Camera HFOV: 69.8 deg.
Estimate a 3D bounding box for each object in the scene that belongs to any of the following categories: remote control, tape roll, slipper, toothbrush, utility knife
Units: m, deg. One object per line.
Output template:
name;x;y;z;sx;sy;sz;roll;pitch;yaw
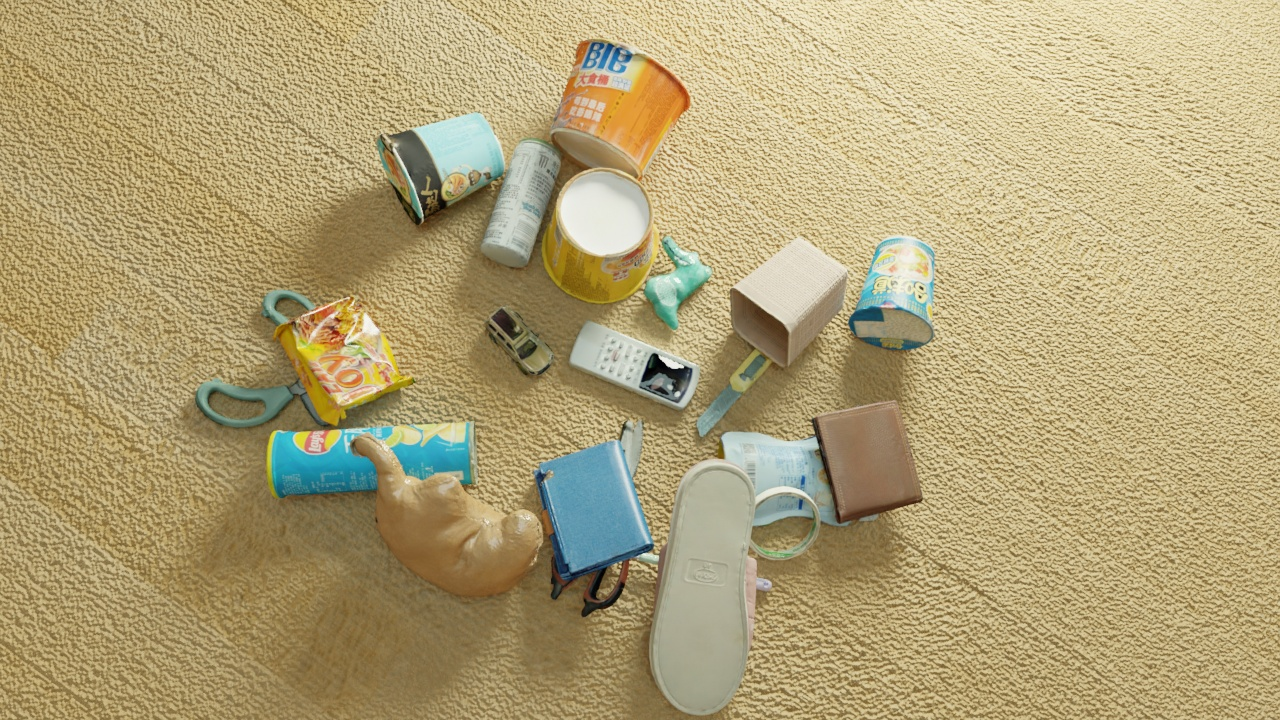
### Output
remote control;-0.006;0.006;1.060;0.150;0.021;0.058;22;74;1
tape roll;0.155;0.180;1.011;0.086;0.014;0.086;-2;109;-6
slipper;0.068;0.238;0.973;0.114;0.054;0.274;4;95;-5
toothbrush;0.053;0.229;1.009;0.189;0.021;0.029;14;71;-4
utility knife;0.137;0.007;1.081;0.031;0.022;0.219;40;79;15

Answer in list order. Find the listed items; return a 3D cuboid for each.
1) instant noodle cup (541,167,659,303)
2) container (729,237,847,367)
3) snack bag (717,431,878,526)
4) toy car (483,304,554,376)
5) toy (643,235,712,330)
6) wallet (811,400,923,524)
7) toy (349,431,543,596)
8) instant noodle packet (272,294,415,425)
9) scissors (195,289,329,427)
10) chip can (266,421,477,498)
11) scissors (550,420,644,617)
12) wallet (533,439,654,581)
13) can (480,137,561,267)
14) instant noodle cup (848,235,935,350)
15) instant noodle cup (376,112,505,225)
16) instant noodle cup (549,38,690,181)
instant noodle cup;-0.044;-0.148;1.052;0.138;0.110;0.138;2;74;-6
container;0.174;-0.070;1.057;0.110;0.090;0.090;-40;61;-18
snack bag;0.183;0.132;1.039;0.191;0.039;0.110;0;73;-9
toy car;-0.138;-0.022;1.048;0.042;0.035;0.090;-42;85;-13
toy;0.042;-0.097;1.087;0.091;0.030;0.096;-39;96;-17
wallet;0.251;0.111;1.025;0.101;0.032;0.124;-11;80;-11
toy;-0.211;0.164;0.939;0.226;0.082;0.144;31;117;-13
instant noodle packet;-0.324;-0.003;1.005;0.110;0.044;0.128;-28;80;-36
scissors;-0.414;0.012;1.019;0.179;0.019;0.170;-26;80;-13
chip can;-0.282;0.104;0.980;0.210;0.071;0.071;-3;75;-7
scissors;-0.045;0.165;1.009;0.193;0.015;0.206;-29;55;4
wallet;-0.053;0.159;0.984;0.106;0.040;0.133;-20;57;-1
can;-0.139;-0.185;1.078;0.058;0.058;0.146;16;74;-1
instant noodle cup;0.305;-0.083;1.083;0.099;0.099;0.109;19;66;-1
instant noodle cup;-0.226;-0.231;1.063;0.120;0.111;0.111;-27;79;-18
instant noodle cup;-0.031;-0.285;1.076;0.151;0.151;0.111;24;82;1
